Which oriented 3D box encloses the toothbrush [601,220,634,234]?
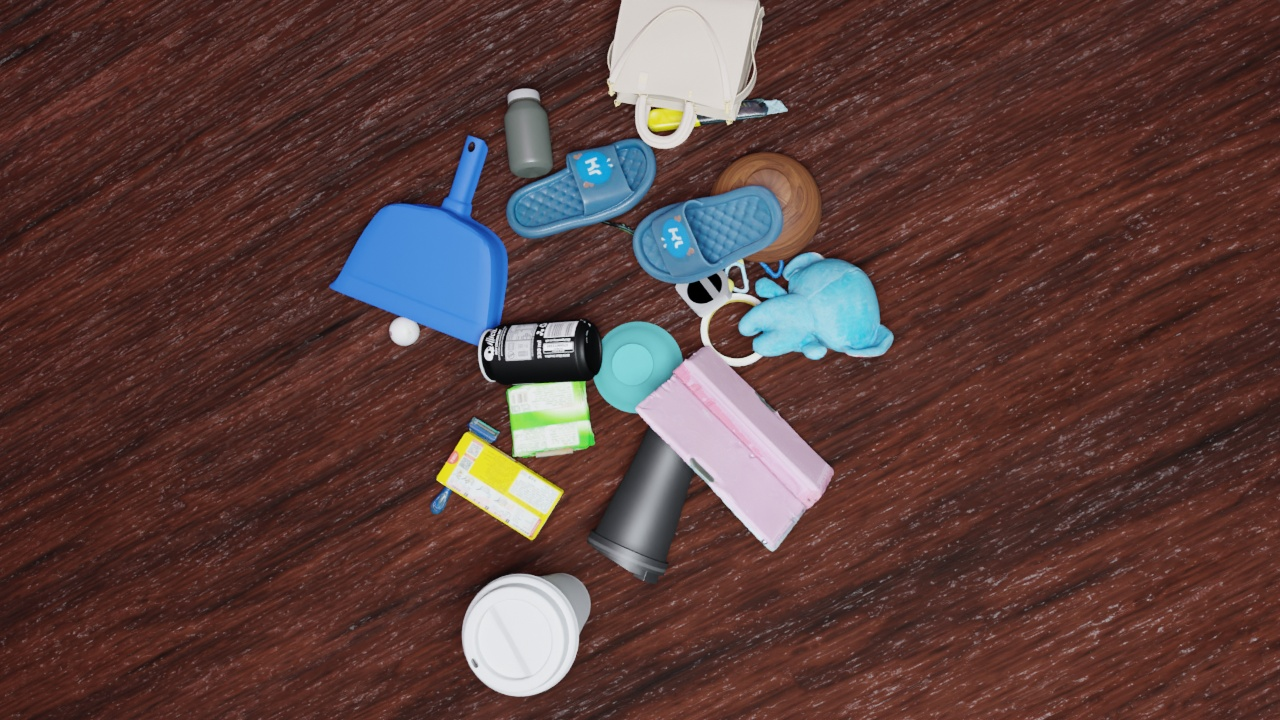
[{"bbox_3d":[-0.005,-0.170,1.225,0.188,0.014,0.017,27,89,9],"label":"toothbrush"}]

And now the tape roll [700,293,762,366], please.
[{"bbox_3d":[0.126,-0.040,1.191,0.094,0.019,0.094,-1,85,8],"label":"tape roll"}]

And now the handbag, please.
[{"bbox_3d":[0.051,-0.371,1.188,0.195,0.101,0.198,13,88,12],"label":"handbag"}]

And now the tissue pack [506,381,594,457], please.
[{"bbox_3d":[-0.121,0.077,1.212,0.114,0.034,0.099,-8,81,8],"label":"tissue pack"}]

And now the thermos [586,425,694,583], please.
[{"bbox_3d":[0.019,0.159,1.154,0.106,0.106,0.218,22,84,10],"label":"thermos"}]

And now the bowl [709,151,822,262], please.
[{"bbox_3d":[0.160,-0.204,1.167,0.147,0.069,0.147,-1,81,5],"label":"bowl"}]

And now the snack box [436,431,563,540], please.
[{"bbox_3d":[-0.185,0.164,1.207,0.152,0.025,0.075,32,91,1],"label":"snack box"}]

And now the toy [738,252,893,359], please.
[{"bbox_3d":[0.211,-0.050,1.137,0.180,0.115,0.183,-26,59,-12],"label":"toy"}]

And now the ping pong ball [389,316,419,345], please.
[{"bbox_3d":[-0.321,-0.040,1.248,0.040,0.040,0.040,-1,85,8],"label":"ping pong ball"}]

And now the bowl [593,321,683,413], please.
[{"bbox_3d":[-0.007,0.007,1.193,0.121,0.046,0.121,-1,85,9],"label":"bowl"}]

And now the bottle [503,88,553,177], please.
[{"bbox_3d":[-0.152,-0.305,1.235,0.060,0.060,0.108,-8,84,8],"label":"bottle"}]

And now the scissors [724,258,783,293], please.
[{"bbox_3d":[0.124,-0.147,1.206,0.097,0.020,0.132,-41,82,0],"label":"scissors"}]

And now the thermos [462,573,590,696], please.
[{"bbox_3d":[-0.121,0.310,1.096,0.131,0.222,0.131,-1,85,8],"label":"thermos"}]

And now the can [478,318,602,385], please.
[{"bbox_3d":[-0.129,-0.010,1.188,0.146,0.080,0.080,-3,85,18],"label":"can"}]

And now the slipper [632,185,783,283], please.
[{"bbox_3d":[0.079,-0.155,1.148,0.214,0.059,0.104,-12,97,35],"label":"slipper"}]

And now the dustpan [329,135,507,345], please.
[{"bbox_3d":[-0.268,-0.180,1.244,0.246,0.059,0.258,21,98,10],"label":"dustpan"}]

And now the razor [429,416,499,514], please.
[{"bbox_3d":[-0.242,0.145,1.232,0.044,0.018,0.141,32,92,1],"label":"razor"}]

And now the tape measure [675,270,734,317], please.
[{"bbox_3d":[0.085,-0.094,1.191,0.064,0.017,0.065,-37,56,5],"label":"tape measure"}]

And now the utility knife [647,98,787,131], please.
[{"bbox_3d":[0.101,-0.328,1.219,0.186,0.020,0.028,-4,85,9],"label":"utility knife"}]

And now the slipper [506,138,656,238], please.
[{"bbox_3d":[-0.078,-0.226,1.207,0.214,0.059,0.103,-25,69,2],"label":"slipper"}]

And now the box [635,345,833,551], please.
[{"bbox_3d":[0.122,0.094,1.104,0.233,0.179,0.051,45,128,4],"label":"box"}]
